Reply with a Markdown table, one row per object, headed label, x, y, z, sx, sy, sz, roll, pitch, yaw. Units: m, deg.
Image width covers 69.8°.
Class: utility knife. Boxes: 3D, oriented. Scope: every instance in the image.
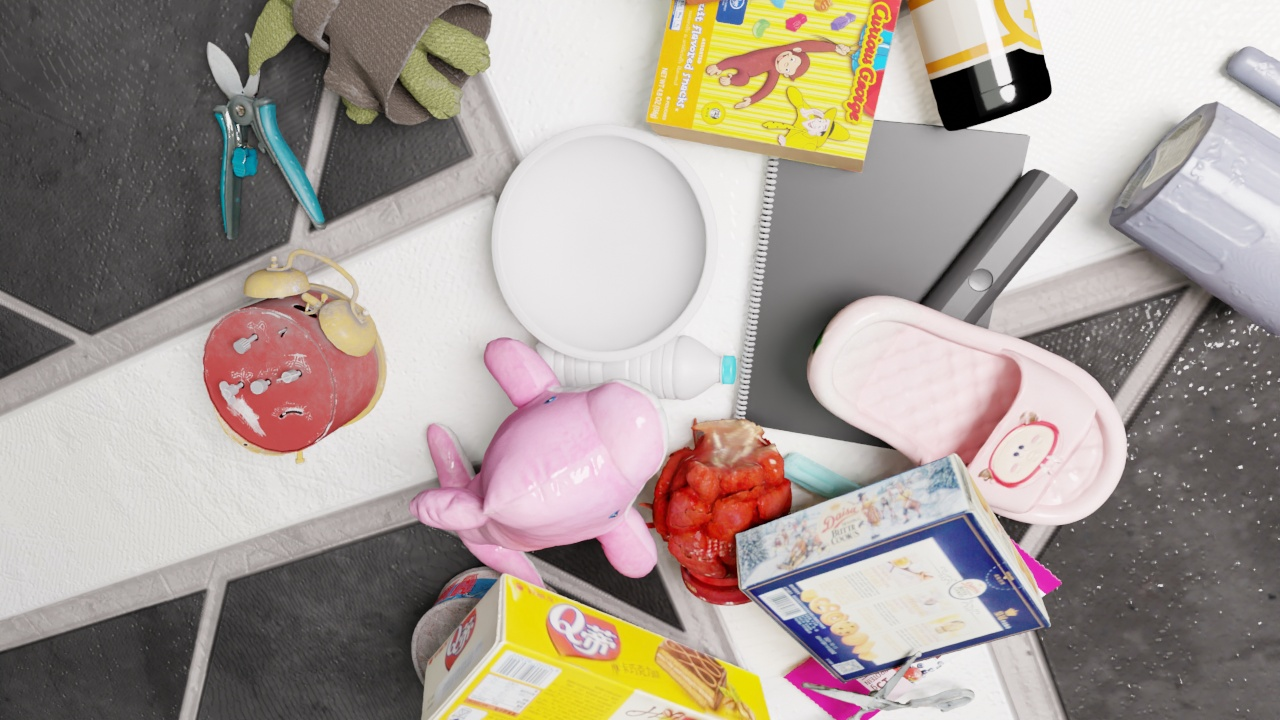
| label | x | y | z | sx | sy | sz | roll | pitch | yaw |
| --- | --- | --- | --- | --- | --- | --- | --- | --- | --- |
| utility knife | 0.170 | 0.107 | 0.625 | 0.165 | 0.015 | 0.022 | 27 | 119 | 3 |

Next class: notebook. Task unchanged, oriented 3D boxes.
| label | x | y | z | sx | sy | sz | roll | pitch | yaw |
| --- | --- | --- | --- | --- | --- | --- | --- | --- | --- |
| notebook | 0.145 | -0.045 | 0.582 | 0.149 | 0.016 | 0.207 | 9 | 110 | 12 |

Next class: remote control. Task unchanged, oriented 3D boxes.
| label | x | y | z | sx | sy | sz | roll | pitch | yaw |
| --- | --- | --- | --- | --- | --- | --- | --- | --- | --- |
| remote control | 0.200 | -0.046 | 0.551 | 0.033 | 0.015 | 0.147 | 34 | 112 | 1 |

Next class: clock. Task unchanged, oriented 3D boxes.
| label | x | y | z | sx | sy | sz | roll | pitch | yaw |
| --- | --- | --- | --- | --- | --- | --- | --- | --- | --- |
| clock | -0.254 | -0.005 | 0.671 | 0.117 | 0.081 | 0.159 | 29 | 113 | 5 |

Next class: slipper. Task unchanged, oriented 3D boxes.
| label | x | y | z | sx | sy | sz | roll | pitch | yaw |
| --- | --- | --- | --- | --- | --- | --- | --- | --- | --- |
| slipper | 0.201 | 0.032 | 0.549 | 0.221 | 0.055 | 0.107 | 27 | 110 | -15 |

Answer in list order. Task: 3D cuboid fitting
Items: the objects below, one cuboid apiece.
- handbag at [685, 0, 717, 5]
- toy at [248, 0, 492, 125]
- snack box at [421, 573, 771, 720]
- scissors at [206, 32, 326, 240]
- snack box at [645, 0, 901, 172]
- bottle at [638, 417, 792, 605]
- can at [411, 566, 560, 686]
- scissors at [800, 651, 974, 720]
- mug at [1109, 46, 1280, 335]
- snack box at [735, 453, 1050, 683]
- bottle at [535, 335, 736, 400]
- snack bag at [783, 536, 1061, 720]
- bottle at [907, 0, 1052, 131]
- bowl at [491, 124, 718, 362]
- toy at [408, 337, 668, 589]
| label | x | y | z | sx | sy | sz | roll | pitch | yaw |
| --- | --- | --- | --- | --- | --- | --- | --- | --- | --- |
| handbag | 0.072 | -0.287 | 0.488 | 0.109 | 0.060 | 0.172 | -2 | 90 | 15 |
| toy | -0.163 | -0.221 | 0.577 | 0.153 | 0.078 | 0.180 | 44 | 114 | 7 |
| snack box | -0.028 | 0.244 | 0.651 | 0.230 | 0.061 | 0.110 | 28 | 115 | -23 |
| scissors | -0.273 | -0.149 | 0.664 | 0.124 | 0.019 | 0.155 | 28 | 114 | 5 |
| snack box | 0.077 | -0.168 | 0.534 | 0.126 | 0.040 | 0.088 | 13 | 95 | 11 |
| bottle | 0.051 | 0.097 | 0.618 | 0.099 | 0.098 | 0.111 | 0 | 121 | 16 |
| can | -0.111 | 0.229 | 0.722 | 0.130 | 0.044 | 0.130 | 6 | 114 | 13 |
| scissors | 0.160 | 0.243 | 0.638 | 0.141 | 0.014 | 0.176 | 6 | 136 | -16 |
| mug | 0.332 | -0.092 | 0.486 | 0.104 | 0.084 | 0.124 | 34 | 89 | 5 |
| snack box | 0.156 | 0.136 | 0.567 | 0.145 | 0.042 | 0.144 | -25 | 128 | 22 |
| bottle | -0.003 | 0.004 | 0.624 | 0.136 | 0.044 | 0.044 | 2 | 108 | 15 |
| snack bag | 0.192 | 0.191 | 0.642 | 0.070 | 0.016 | 0.197 | 40 | 115 | -5 |
| bottle | 0.168 | -0.220 | 0.493 | 0.059 | 0.059 | 0.182 | -16 | 102 | 20 |
| bowl | -0.020 | -0.075 | 0.599 | 0.150 | 0.043 | 0.149 | 2 | 97 | 14 |
| toy | -0.083 | 0.084 | 0.594 | 0.186 | 0.127 | 0.266 | 59 | 142 | 4 |
